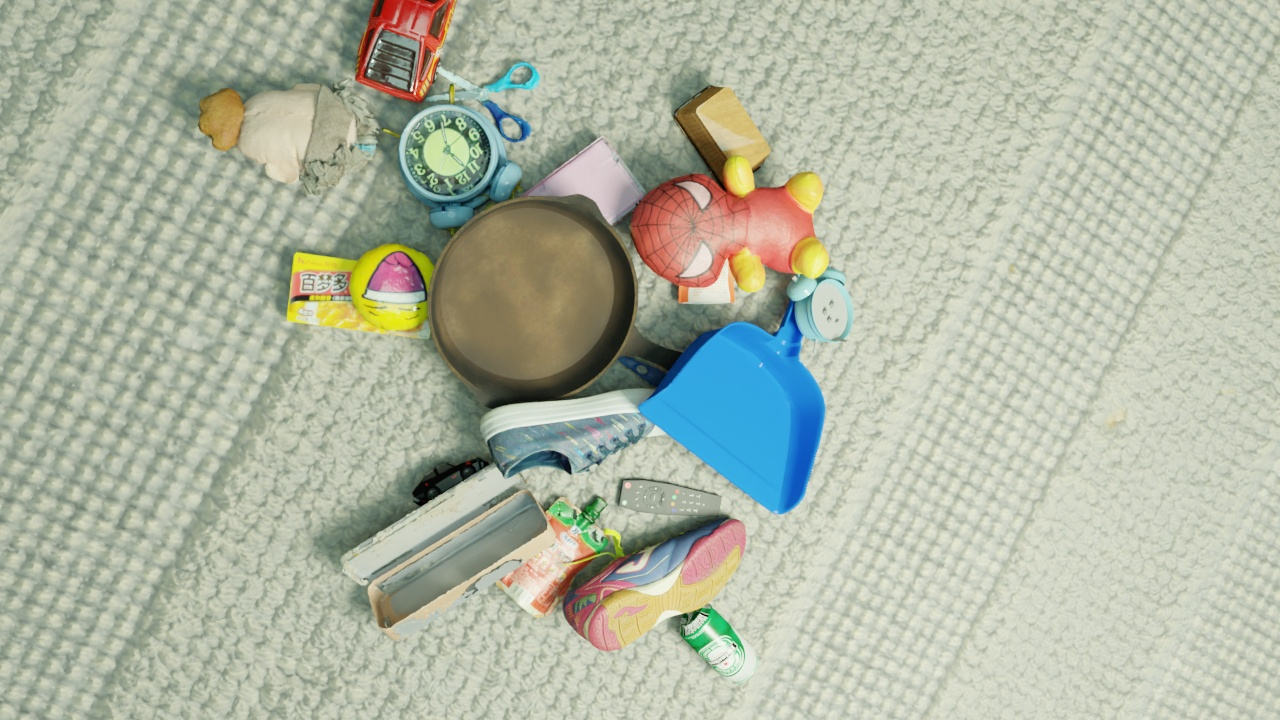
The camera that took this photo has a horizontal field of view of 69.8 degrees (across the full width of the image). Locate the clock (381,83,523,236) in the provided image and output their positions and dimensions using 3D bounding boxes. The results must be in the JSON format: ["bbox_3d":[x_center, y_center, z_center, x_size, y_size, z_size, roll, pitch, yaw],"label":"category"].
[{"bbox_3d":[-0.194,-0.205,0.988,0.118,0.060,0.162,-36,96,-1],"label":"clock"}]

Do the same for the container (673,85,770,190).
[{"bbox_3d":[0.097,-0.258,1.049,0.063,0.061,0.114,-38,101,-6],"label":"container"}]

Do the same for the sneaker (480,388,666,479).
[{"bbox_3d":[-0.057,0.087,1.018,0.235,0.088,0.079,-5,62,-18],"label":"sneaker"}]

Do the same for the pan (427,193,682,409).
[{"bbox_3d":[-0.063,-0.044,1.018,0.355,0.043,0.249,23,99,-25],"label":"pan"}]

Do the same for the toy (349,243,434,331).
[{"bbox_3d":[-0.260,-0.077,0.975,0.095,0.041,0.094,3,89,-12],"label":"toy"}]

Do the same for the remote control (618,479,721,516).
[{"bbox_3d":[0.036,0.167,1.101,0.124,0.010,0.039,9,93,-12],"label":"remote control"}]

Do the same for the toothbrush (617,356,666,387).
[{"bbox_3d":[-0.006,0.006,1.075,0.132,0.016,0.021,29,92,-12],"label":"toothbrush"}]

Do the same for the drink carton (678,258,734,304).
[{"bbox_3d":[0.075,-0.129,1.074,0.069,0.039,0.122,-1,89,-12],"label":"drink carton"}]

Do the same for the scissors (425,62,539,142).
[{"bbox_3d":[-0.175,-0.283,1.015,0.133,0.015,0.103,-7,97,-10],"label":"scissors"}]

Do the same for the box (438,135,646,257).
[{"bbox_3d":[-0.107,-0.149,1.025,0.232,0.046,0.098,-37,102,-6],"label":"box"}]

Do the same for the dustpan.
[{"bbox_3d":[0.143,0.009,1.070,0.245,0.060,0.257,38,61,-28],"label":"dustpan"}]

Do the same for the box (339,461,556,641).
[{"bbox_3d":[-0.205,0.213,1.014,0.216,0.095,0.107,-31,70,-8],"label":"box"}]

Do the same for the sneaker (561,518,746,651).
[{"bbox_3d":[0.017,0.241,1.073,0.241,0.091,0.116,-23,116,-30],"label":"sneaker"}]

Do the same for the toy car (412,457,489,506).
[{"bbox_3d":[-0.214,0.134,1.032,0.091,0.042,0.036,-31,74,-9],"label":"toy car"}]

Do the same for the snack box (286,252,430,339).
[{"bbox_3d":[-0.302,-0.070,1.001,0.152,0.025,0.075,7,93,-13],"label":"snack box"}]

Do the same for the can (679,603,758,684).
[{"bbox_3d":[0.094,0.340,1.107,0.053,0.053,0.101,-44,102,-5],"label":"can"}]

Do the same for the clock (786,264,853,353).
[{"bbox_3d":[0.211,-0.075,1.070,0.087,0.042,0.123,-17,95,-39],"label":"clock"}]

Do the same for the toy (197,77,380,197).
[{"bbox_3d":[-0.363,-0.234,0.948,0.176,0.076,0.132,11,64,-13],"label":"toy"}]

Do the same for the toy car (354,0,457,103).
[{"bbox_3d":[-0.239,-0.373,0.971,0.081,0.056,0.189,17,89,-10],"label":"toy car"}]

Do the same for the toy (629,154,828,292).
[{"bbox_3d":[0.094,-0.144,1.011,0.216,0.099,0.147,-2,79,-4],"label":"toy"}]

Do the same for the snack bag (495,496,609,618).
[{"bbox_3d":[-0.093,0.221,1.068,0.087,0.044,0.155,43,81,-17],"label":"snack bag"}]
